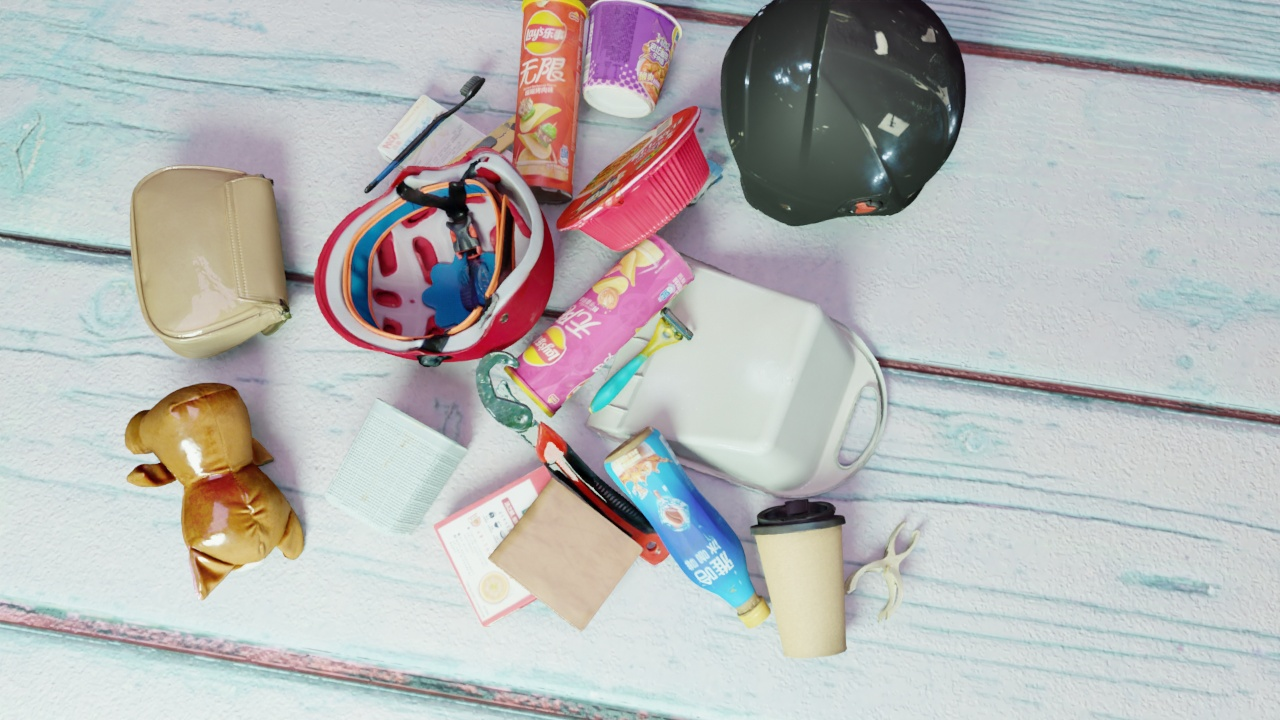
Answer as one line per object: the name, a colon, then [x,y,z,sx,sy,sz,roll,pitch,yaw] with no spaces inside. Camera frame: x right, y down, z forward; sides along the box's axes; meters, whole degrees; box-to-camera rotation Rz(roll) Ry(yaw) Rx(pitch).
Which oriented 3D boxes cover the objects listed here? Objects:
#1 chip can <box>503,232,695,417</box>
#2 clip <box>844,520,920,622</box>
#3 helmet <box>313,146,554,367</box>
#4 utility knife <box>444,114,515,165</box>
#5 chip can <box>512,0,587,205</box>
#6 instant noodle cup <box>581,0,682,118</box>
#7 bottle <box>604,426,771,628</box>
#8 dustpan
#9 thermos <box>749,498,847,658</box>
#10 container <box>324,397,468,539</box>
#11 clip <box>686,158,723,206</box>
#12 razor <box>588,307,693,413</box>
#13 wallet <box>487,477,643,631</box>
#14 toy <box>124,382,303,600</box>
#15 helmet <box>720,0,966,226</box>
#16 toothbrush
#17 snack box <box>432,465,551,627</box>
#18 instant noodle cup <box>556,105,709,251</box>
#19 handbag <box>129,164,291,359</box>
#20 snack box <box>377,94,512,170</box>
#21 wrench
chip can: [-0.042,-0.038,0.951,0.210,0.071,0.071,-44,78,-4]
clip: [0.250,0.217,0.906,0.103,0.035,0.092,-30,72,-14]
helmet: [-0.194,-0.086,0.945,0.240,0.144,0.206,-16,70,12]
utility knife: [-0.168,-0.240,1.024,0.196,0.020,0.031,-39,84,-16]
chip can: [-0.100,-0.282,0.998,0.073,0.073,0.216,3,87,2]
instant noodle cup: [-0.015,-0.333,1.027,0.111,0.111,0.099,10,84,4]
bottle: [0.051,0.167,0.899,0.065,0.065,0.218,-37,92,-8]
dustpan: [0.117,0.028,0.972,0.258,0.142,0.222,14,73,35]
thermos: [0.159,0.208,0.886,0.093,0.093,0.143,-7,83,-1]
container: [-0.246,0.111,0.919,0.090,0.090,0.111,28,80,9]
clip: [0.069,-0.197,1.030,0.026,0.039,0.058,36,77,8]
razor: [-0.006,0.006,0.948,0.043,0.028,0.132,43,93,-9]
wallet: [-0.072,0.186,0.882,0.115,0.020,0.101,37,77,7]
toy: [-0.420,0.124,0.905,0.139,0.131,0.199,-26,85,-45]
helmet: [0.220,-0.271,0.949,0.274,0.231,0.233,15,77,-15]
toothbrush: [-0.242,-0.254,1.026,0.016,0.014,0.189,41,80,12]
snack box: [-0.124,0.185,0.916,0.127,0.044,0.113,-28,76,-7]
instant noodle cup: [0.003,-0.181,0.962,0.193,0.194,0.066,-46,109,-10]
handbag: [-0.456,-0.107,0.980,0.147,0.100,0.204,-10,75,-9]
snack box: [-0.210,-0.226,1.039,0.157,0.027,0.084,35,78,10]
wrench: [-0.068,0.102,0.911,0.056,0.016,0.273,-40,97,5]
